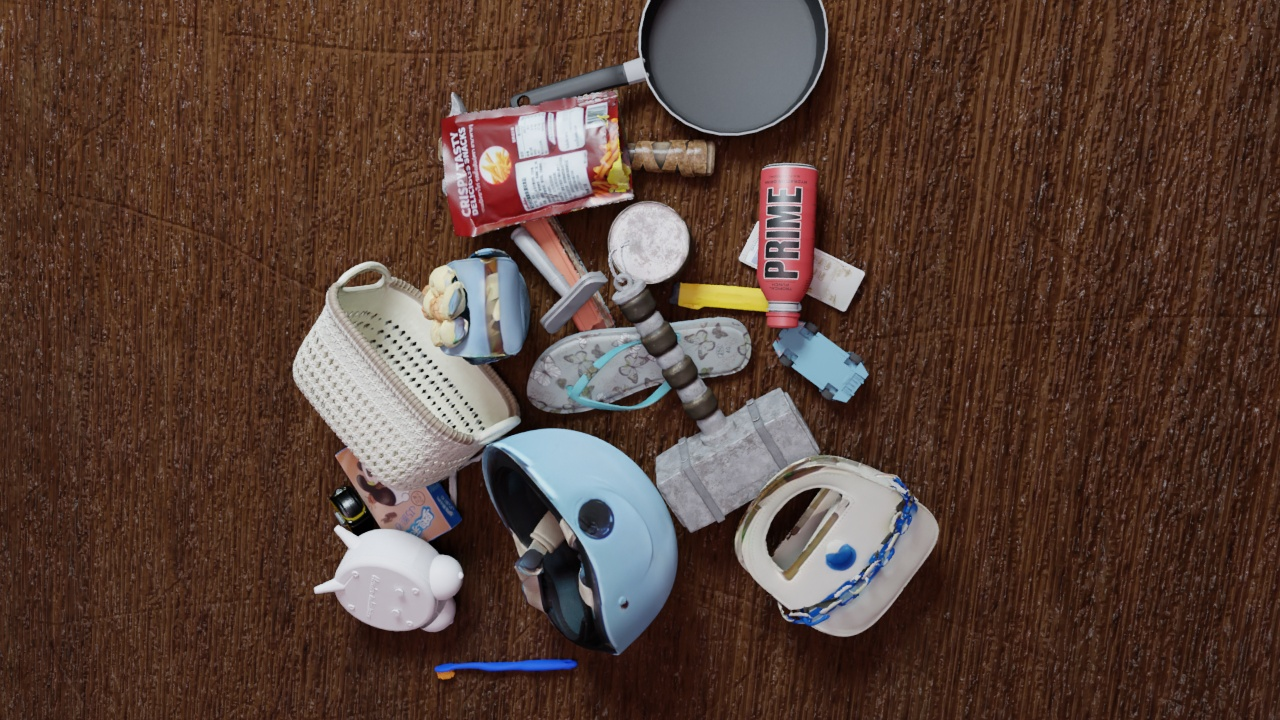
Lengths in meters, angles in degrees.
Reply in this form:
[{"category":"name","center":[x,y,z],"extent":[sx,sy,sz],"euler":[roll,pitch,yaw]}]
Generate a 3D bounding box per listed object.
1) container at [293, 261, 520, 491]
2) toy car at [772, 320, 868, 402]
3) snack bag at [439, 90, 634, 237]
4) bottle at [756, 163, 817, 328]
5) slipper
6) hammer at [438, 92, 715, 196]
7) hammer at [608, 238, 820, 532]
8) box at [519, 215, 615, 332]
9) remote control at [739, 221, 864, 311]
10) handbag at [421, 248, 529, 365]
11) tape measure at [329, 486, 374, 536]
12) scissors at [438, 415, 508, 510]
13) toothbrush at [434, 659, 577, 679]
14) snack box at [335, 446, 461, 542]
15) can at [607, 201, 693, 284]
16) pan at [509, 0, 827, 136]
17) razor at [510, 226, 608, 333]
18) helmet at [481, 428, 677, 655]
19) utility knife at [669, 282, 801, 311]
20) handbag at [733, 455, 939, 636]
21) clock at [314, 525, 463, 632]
[{"category":"container","center":[-0.266,0.026,1.034],"extent":[0.246,0.184,0.143],"euler":[47,110,8]},{"category":"toy car","center":[0.205,0.000,1.049],"extent":[0.108,0.027,0.060],"euler":[38,99,11]},{"category":"snack bag","center":[-0.117,-0.218,1.003],"extent":[0.208,0.066,0.139],"euler":[-9,90,6]},{"category":"bottle","center":[0.160,-0.124,1.010],"extent":[0.062,0.062,0.176],"euler":[2,93,6]},{"category":"slipper","center":[-0.006,0.006,1.048],"extent":[0.269,0.054,0.098],"euler":[-14,116,7]},{"category":"hammer","center":[-0.075,-0.238,1.050],"extent":[0.319,0.049,0.121],"euler":[3,94,5]},{"category":"hammer","center":[0.047,0.020,1.005],"extent":[0.177,0.079,0.326],"euler":[-30,107,9]},{"category":"box","center":[-0.088,-0.105,1.063],"extent":[0.059,0.056,0.187],"euler":[-32,94,-23]},{"category":"remote control","center":[0.183,-0.108,1.047],"extent":[0.136,0.011,0.050],"euler":[27,99,3]},{"category":"handbag","center":[-0.181,-0.060,1.003],"extent":[0.118,0.192,0.122],"euler":[-4,97,-7]},{"category":"tape measure","center":[-0.353,0.184,1.115],"extent":[0.034,0.061,0.061],"euler":[-35,79,-24]},{"category":"scissors","center":[-0.215,0.124,1.119],"extent":[0.175,0.014,0.141],"euler":[-20,91,13]},{"category":"toothbrush","center":[-0.168,0.384,1.142],"extent":[0.182,0.016,0.018],"euler":[-4,101,8]},{"category":"snack box","center":[-0.294,0.154,1.116],"extent":[0.087,0.034,0.151],"euler":[-31,93,20]},{"category":"can","center":[0.013,-0.131,1.034],"extent":[0.090,0.074,0.090],"euler":[1,95,6]},{"category":"pan","center":[0.028,-0.329,1.019],"extent":[0.356,0.044,0.204],"euler":[-15,93,6]},{"category":"razor","center":[-0.105,-0.103,1.035],"extent":[0.088,0.047,0.116],"euler":[-43,81,24]},{"category":"helmet","center":[-0.064,0.183,1.021],"extent":[0.166,0.226,0.265],"euler":[-34,95,-29]},{"category":"utility knife","center":[0.110,-0.070,1.059],"extent":[0.151,0.017,0.030],"euler":[6,102,7]},{"category":"handbag","center":[0.209,0.197,1.003],"extent":[0.199,0.093,0.201],"euler":[27,103,-21]},{"category":"clock","center":[-0.297,0.269,1.093],"extent":[0.161,0.072,0.126],"euler":[17,126,-3]}]
